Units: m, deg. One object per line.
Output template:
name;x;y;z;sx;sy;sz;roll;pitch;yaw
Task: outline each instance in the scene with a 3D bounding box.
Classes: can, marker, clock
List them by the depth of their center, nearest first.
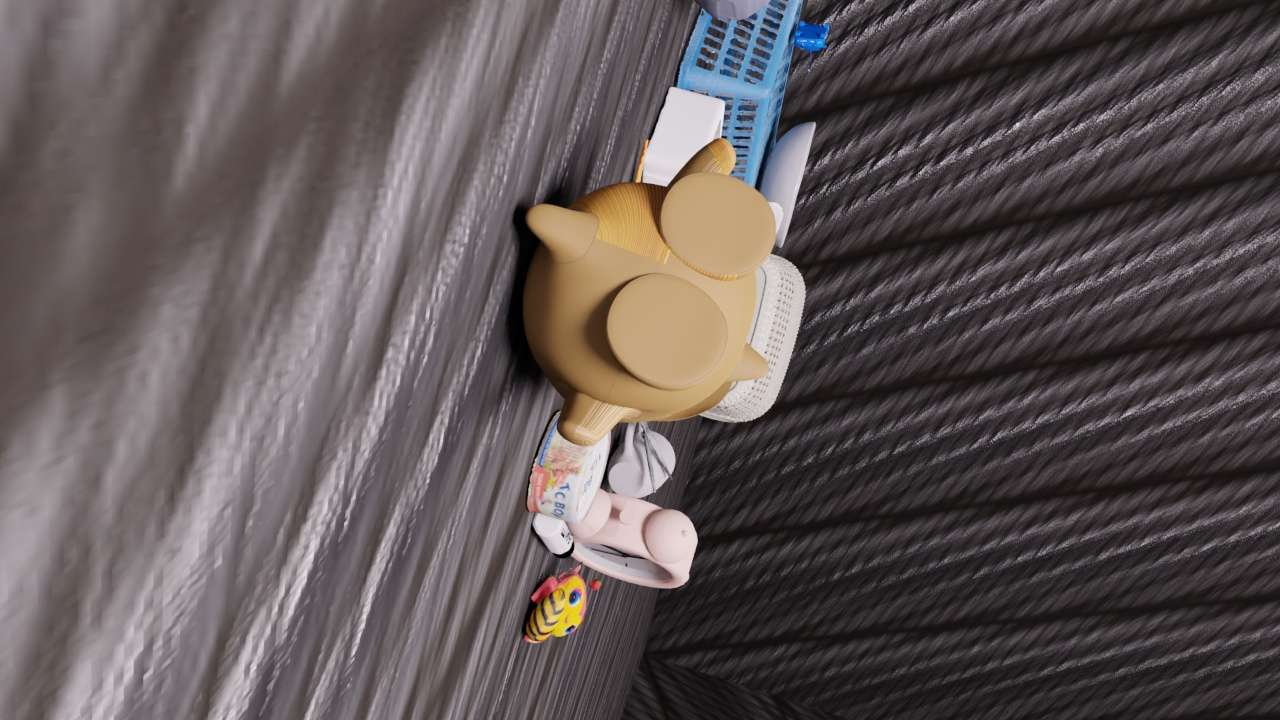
can;-0.057;0.086;0.735;0.086;0.043;0.086;17;89;-81
marker;-0.075;0.155;0.811;0.126;0.025;0.025;86;21;-69
clock;-0.008;0.171;0.923;0.161;0.131;0.086;83;23;-69

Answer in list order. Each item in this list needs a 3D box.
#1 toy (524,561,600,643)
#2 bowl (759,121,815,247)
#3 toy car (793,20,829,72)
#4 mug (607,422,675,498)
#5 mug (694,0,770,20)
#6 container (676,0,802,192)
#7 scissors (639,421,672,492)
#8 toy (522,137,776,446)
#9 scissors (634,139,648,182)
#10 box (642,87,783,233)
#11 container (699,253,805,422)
toy;-0.078;0.234;0.869;0.084;0.046;0.103;-53;164;8
bowl;0.167;-0.211;1.085;0.149;0.043;0.149;17;88;-83
toy car;0.180;-0.326;0.977;0.091;0.033;0.062;-65;161;-54
mug;-0.005;0.113;1.112;0.089;0.071;0.107;-33;121;-69
mug;0.066;-0.336;0.704;0.104;0.084;0.124;-25;103;-81
container;0.109;-0.276;1.050;0.363;0.089;0.256;90;17;-63
scissors;0.005;0.071;1.078;0.141;0.014;0.173;52;28;-44
toy;0.002;-0.020;0.577;0.204;0.162;0.198;116;-1;-72
scissors;-0.006;-0.130;0.796;0.127;0.011;0.125;-61;166;-67
box;0.074;-0.163;0.846;0.109;0.137;0.125;85;20;-62
container;0.111;-0.043;1.233;0.142;0.185;0.246;17;88;-73
